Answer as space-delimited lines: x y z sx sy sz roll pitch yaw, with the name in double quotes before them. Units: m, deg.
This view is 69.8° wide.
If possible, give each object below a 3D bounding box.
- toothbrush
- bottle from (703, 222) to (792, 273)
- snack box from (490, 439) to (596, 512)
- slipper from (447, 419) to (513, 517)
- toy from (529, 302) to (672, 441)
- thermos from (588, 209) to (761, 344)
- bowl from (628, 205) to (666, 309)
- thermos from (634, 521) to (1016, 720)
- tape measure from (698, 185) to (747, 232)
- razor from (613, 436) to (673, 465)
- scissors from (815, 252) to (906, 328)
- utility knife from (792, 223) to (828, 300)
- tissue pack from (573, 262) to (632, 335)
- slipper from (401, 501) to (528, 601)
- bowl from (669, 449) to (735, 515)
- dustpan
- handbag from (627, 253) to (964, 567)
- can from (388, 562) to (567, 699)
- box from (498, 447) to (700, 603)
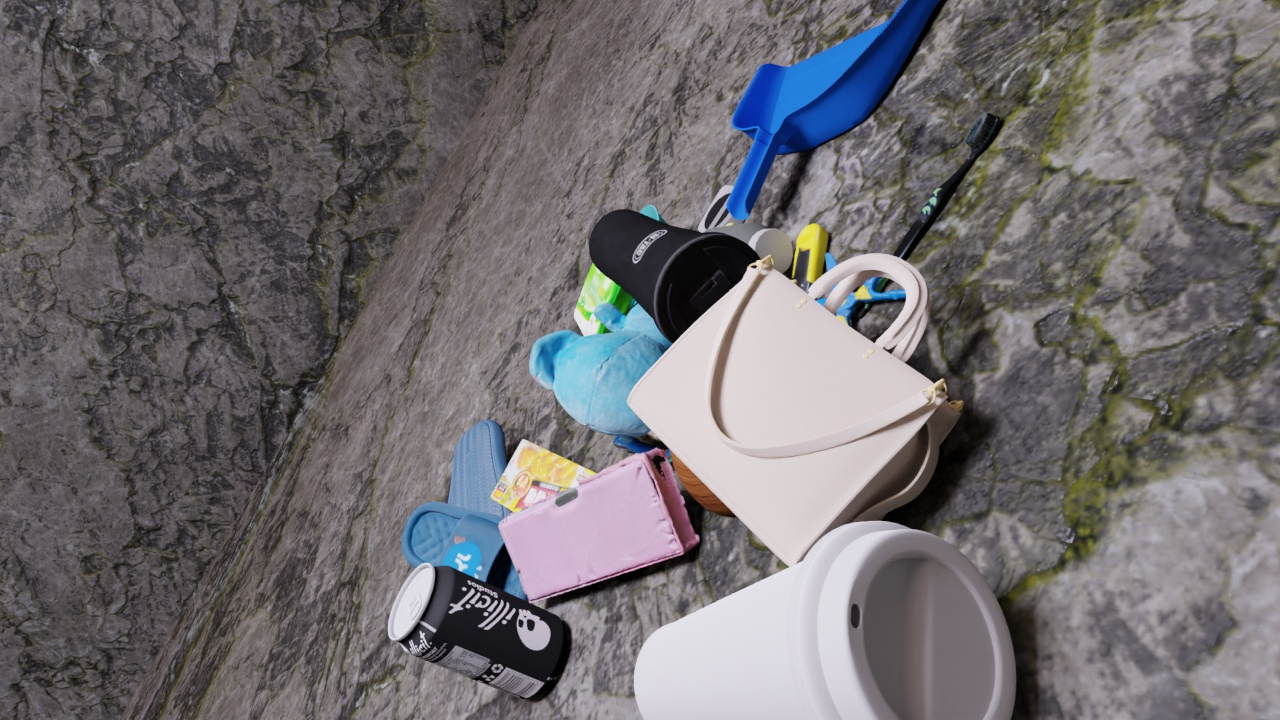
"toothbrush" 0.222 -0.114 0.720 0.188 0.017 0.014 -56 27 6
"bottle" 0.097 -0.101 0.880 0.060 0.060 0.108 -62 25 -10
"snack box" -0.097 0.137 0.967 0.152 0.025 0.075 16 74 52
"slipper" -0.180 0.163 1.086 0.104 0.059 0.213 -32 46 26
"toy" -0.005 0.005 0.895 0.180 0.183 0.115 -50 -27 -38
"thermos" 0.023 -0.086 0.859 0.106 0.105 0.218 -56 31 3
"bowl" 0.016 -0.110 1.035 0.121 0.046 0.121 -168 91 -70
"thermos" 0.086 0.175 0.525 0.222 0.131 0.131 -36 32 52
"tape measure" 0.095 -0.161 1.003 0.065 0.016 0.064 -58 25 0
"razor" 0.010 0.085 0.877 0.043 0.018 0.141 -27 13 -22
"scissors" 0.163 -0.038 0.733 0.126 0.016 0.125 -2 62 53
"utility knife" 0.137 -0.037 0.786 0.029 0.020 0.197 -29 39 49
"tissue pack" -0.040 -0.068 1.042 0.114 0.034 0.100 -123 51 -61
"slipper" -0.191 0.207 0.990 0.214 0.059 0.103 17 81 40
"bowl" 0.064 0.045 0.743 0.148 0.069 0.147 -44 32 37
"dustpan" 0.162 -0.246 0.933 0.246 0.059 0.257 -2 60 60
"handbag" 0.119 0.015 0.619 0.198 0.101 0.194 -50 55 5
"can" -0.143 0.242 0.821 0.080 0.146 0.080 -42 29 30
"box" -0.046 0.155 0.827 0.234 0.041 0.098 -28 77 45
